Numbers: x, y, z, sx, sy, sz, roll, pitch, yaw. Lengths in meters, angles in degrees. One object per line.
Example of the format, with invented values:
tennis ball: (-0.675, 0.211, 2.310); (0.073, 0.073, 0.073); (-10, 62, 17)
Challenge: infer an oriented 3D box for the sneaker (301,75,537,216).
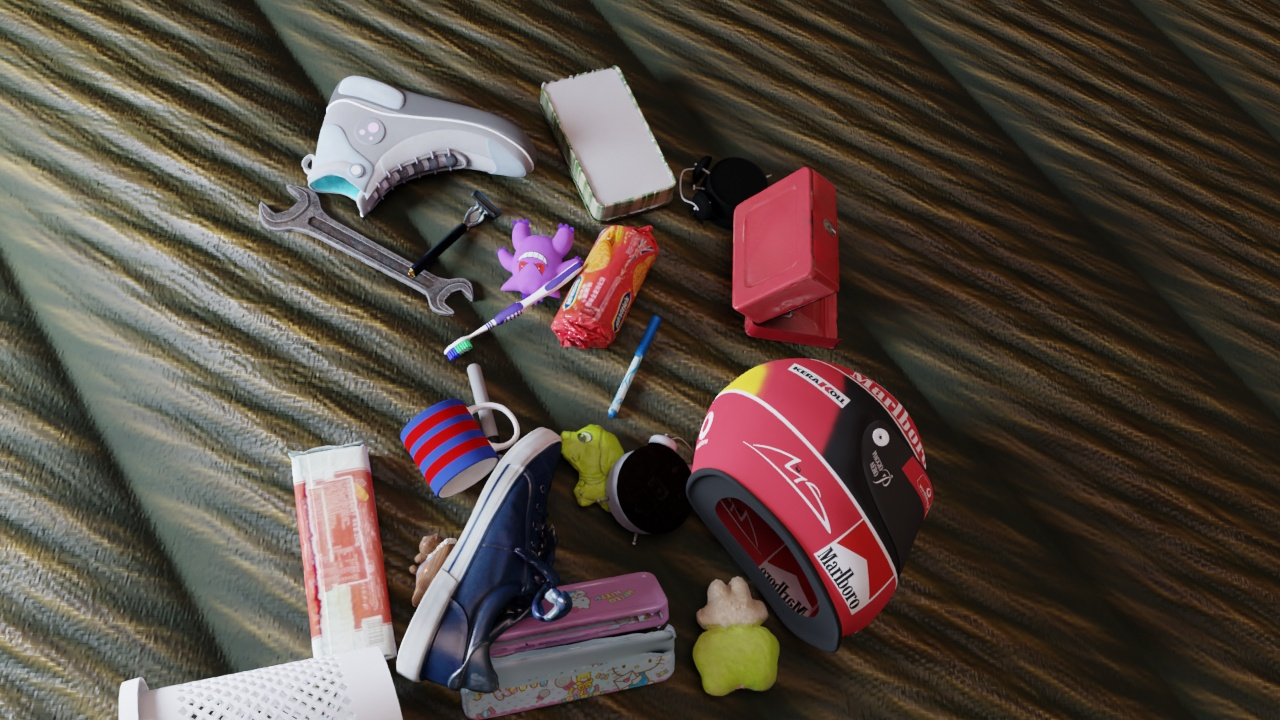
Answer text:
sneaker: (-0.263, -0.232, 1.100); (0.256, 0.093, 0.160); (17, 72, -4)

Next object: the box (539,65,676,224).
box: (-0.045, -0.278, 1.176); (0.117, 0.050, 0.205); (-21, 70, -16)

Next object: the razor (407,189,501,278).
razor: (-0.226, -0.146, 1.093); (0.043, 0.022, 0.144); (43, 60, -6)

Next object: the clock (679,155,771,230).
clock: (0.109, -0.218, 1.178); (0.120, 0.043, 0.091); (7, 65, -7)

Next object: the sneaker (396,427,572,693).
sneaker: (-0.111, 0.187, 0.882); (0.127, 0.121, 0.293); (19, 45, 4)

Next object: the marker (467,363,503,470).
marker: (-0.168, 0.068, 1.011); (0.016, 0.016, 0.140); (-12, 68, -16)

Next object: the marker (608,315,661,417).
marker: (-0.006, 0.006, 1.072); (0.013, 0.013, 0.141); (24, 64, 1)

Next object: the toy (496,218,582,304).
toy: (-0.120, -0.113, 1.082); (0.106, 0.056, 0.088); (8, 65, 11)

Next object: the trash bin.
trash bin: (-0.310, 0.339, 0.779); (0.199, 0.196, 0.195); (-11, 68, -26)

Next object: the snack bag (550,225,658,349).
snack bag: (-0.040, -0.082, 1.072); (0.082, 0.082, 0.176); (25, 64, 2)

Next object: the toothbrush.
toothbrush: (-0.143, -0.057, 1.045); (0.186, 0.015, 0.016); (-33, 78, -3)

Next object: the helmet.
helmet: (0.187, 0.123, 0.953); (0.224, 0.198, 0.271); (-37, 85, -23)

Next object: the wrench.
wrench: (-0.321, -0.128, 1.077); (0.273, 0.010, 0.069); (28, 64, 3)

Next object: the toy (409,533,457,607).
toy: (-0.207, 0.219, 0.921); (0.055, 0.042, 0.101); (14, 70, 12)

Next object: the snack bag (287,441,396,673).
snack bag: (-0.299, 0.194, 0.918); (0.077, 0.041, 0.225); (-9, 66, -15)

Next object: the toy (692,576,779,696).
toy: (0.096, 0.283, 0.947); (0.092, 0.043, 0.117); (-3, 63, -9)

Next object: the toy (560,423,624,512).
toy: (-0.047, 0.115, 1.002); (0.094, 0.036, 0.093); (18, 66, -11)

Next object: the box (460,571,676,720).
box: (-0.075, 0.288, 0.918); (0.214, 0.089, 0.093); (-7, 109, -14)

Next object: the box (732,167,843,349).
box: (0.183, -0.123, 1.085); (0.152, 0.165, 0.157); (4, 65, -3)

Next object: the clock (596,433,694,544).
clock: (0.017, 0.133, 0.991); (0.122, 0.035, 0.094); (-44, 100, -31)

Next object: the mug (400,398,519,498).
mug: (-0.185, 0.082, 0.966); (0.111, 0.075, 0.076); (-32, 75, -14)
